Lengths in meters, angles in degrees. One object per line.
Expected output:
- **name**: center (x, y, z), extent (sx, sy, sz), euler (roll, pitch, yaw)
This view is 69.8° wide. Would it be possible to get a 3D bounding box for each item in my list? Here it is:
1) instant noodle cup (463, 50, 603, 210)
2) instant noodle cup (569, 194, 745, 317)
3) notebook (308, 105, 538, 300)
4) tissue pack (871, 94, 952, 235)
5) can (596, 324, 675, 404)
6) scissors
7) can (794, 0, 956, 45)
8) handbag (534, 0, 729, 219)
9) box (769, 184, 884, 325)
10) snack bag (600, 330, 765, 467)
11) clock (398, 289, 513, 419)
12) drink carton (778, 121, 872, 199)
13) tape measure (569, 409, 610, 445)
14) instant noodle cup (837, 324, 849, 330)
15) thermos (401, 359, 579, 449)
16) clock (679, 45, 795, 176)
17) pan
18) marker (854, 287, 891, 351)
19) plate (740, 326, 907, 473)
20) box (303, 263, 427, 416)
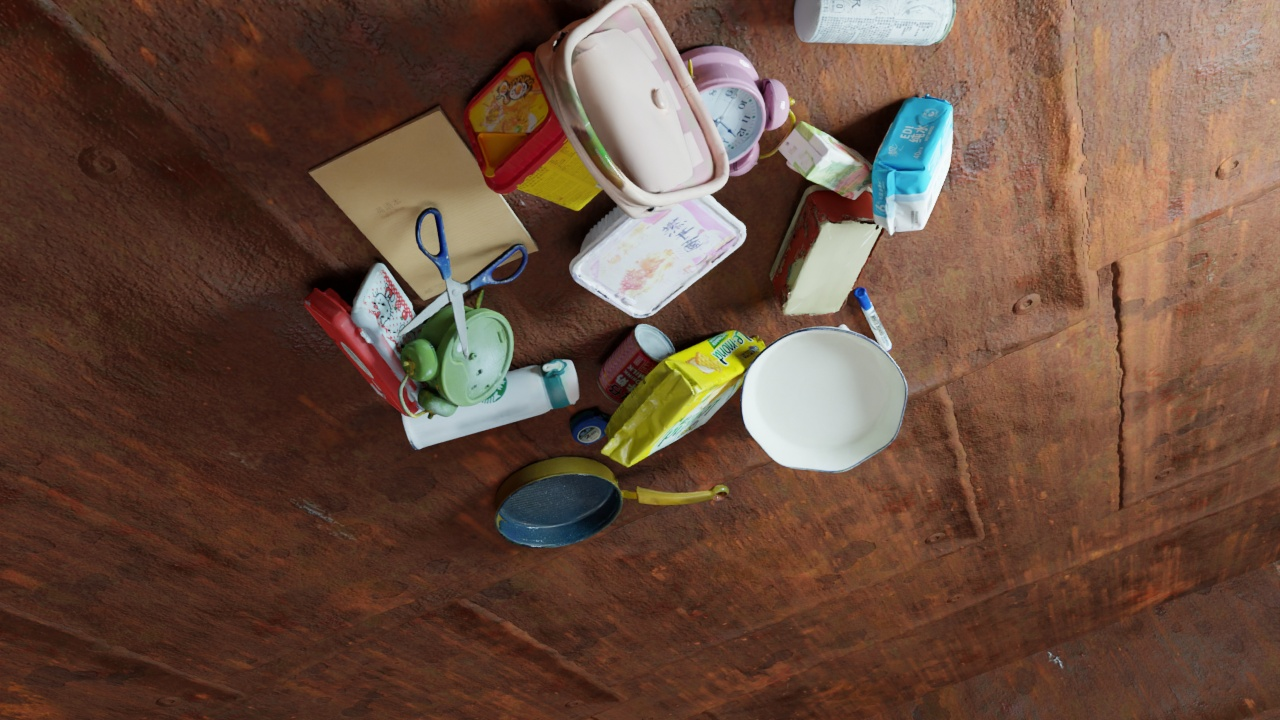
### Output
- **instant noodle cup**: center (-0.086, -0.212, 0.883), extent (0.116, 0.116, 0.123), euler (-37, 148, 24)
- **instant noodle cup**: center (0.014, -0.138, 1.035), extent (0.174, 0.060, 0.138), euler (-39, 135, 22)
- **notebook**: center (-0.222, -0.157, 0.970), extent (0.149, 0.012, 0.211), euler (-23, 140, 9)
- **tissue pack**: center (0.293, -0.214, 0.997), extent (0.063, 0.139, 0.090), euler (15, 148, 25)
- **can**: center (-0.007, 0.007, 1.188), extent (0.066, 0.066, 0.094), euler (18, 129, -34)
- **scissors**: center (-0.193, -0.085, 0.990), extent (0.162, 0.012, 0.174), euler (-21, 114, -26)
- **can**: center (0.224, -0.335, 0.882), extent (0.146, 0.058, 0.058), euler (-4, 139, -15)
- **handbag**: center (-0.018, -0.206, 0.781), extent (0.094, 0.233, 0.193), euler (-23, 102, 24)
- **box**: center (0.219, -0.122, 1.094), extent (0.091, 0.077, 0.169), euler (-2, 144, -13)
- **snack bag**: center (0.061, 0.039, 1.182), extent (0.158, 0.068, 0.245), euler (-49, 165, 31)
- **clock**: center (-0.217, 0.001, 1.059), extent (0.160, 0.056, 0.116), euler (-48, 144, -32)
- **drink carton**: center (0.202, -0.213, 0.989), extent (0.122, 0.053, 0.046), euler (3, 135, -52)
- **tape measure**: center (-0.072, 0.093, 1.297), extent (0.058, 0.025, 0.054), euler (-38, 134, 18)
- **instant noodle cup**: center (0.283, 0.028, 1.268), extent (0.117, 0.124, 0.116), euler (-29, 140, 14)
- **thermos**: center (-0.189, 0.051, 1.177), extent (0.224, 0.073, 0.073), euler (-16, 140, -2)
- **clock**: center (0.086, -0.247, 0.934), extent (0.158, 0.059, 0.117), euler (10, 134, -31)
- **pan**: center (-0.046, 0.215, 1.405), extent (0.357, 0.078, 0.198), euler (-13, 140, -4)
- **marker**: center (0.324, -0.054, 1.271), extent (0.017, 0.016, 0.146), euler (-28, 139, 12)
- **plate**: center (0.231, 0.046, 1.171), extent (0.205, 0.045, 0.205), euler (4, 114, 8)
- **box**: center (-0.286, -0.025, 1.060), extent (0.098, 0.095, 0.202), euler (-46, 146, -18)
